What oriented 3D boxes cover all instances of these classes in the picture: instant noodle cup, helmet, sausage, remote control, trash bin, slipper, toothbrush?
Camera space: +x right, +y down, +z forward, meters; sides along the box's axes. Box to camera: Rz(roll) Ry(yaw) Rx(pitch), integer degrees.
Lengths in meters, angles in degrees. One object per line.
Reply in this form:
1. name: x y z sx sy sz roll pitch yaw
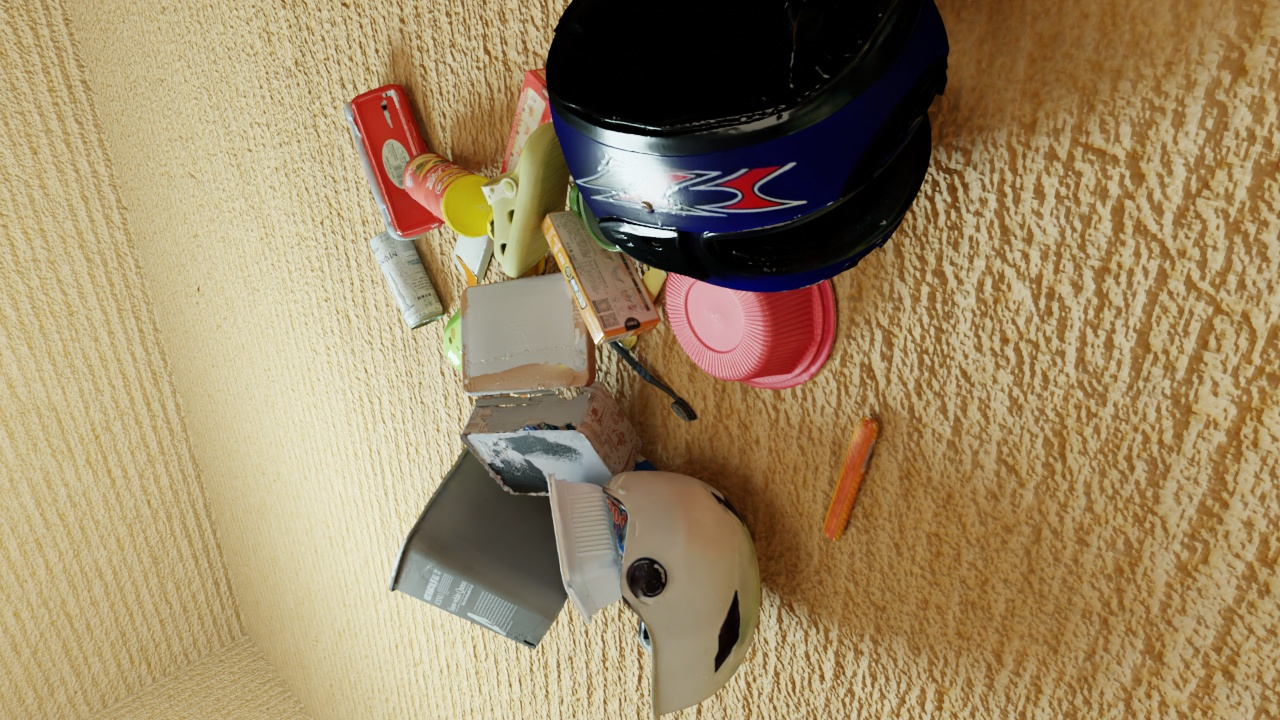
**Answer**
1. instant noodle cup: 0.090 -0.051 0.875 0.194 0.065 0.194 28 131 38
2. helmet: 0.089 -0.165 0.664 0.316 0.247 0.240 29 170 45
3. sausage: 0.198 0.115 0.872 0.021 0.021 0.165 36 134 33
4. instant noodle cup: -0.057 0.212 1.050 0.174 0.060 0.137 82 176 -59
5. helmet: 0.056 0.238 0.982 0.229 0.146 0.258 79 178 -56
6. remote control: -0.217 -0.162 1.219 0.056 0.019 0.135 51 141 18
7. trash bin: -0.194 0.260 1.245 0.220 0.198 0.200 30 140 0
8. slipper: -0.128 -0.184 1.013 0.081 0.091 0.191 32 131 15
9. toothbrush: -0.006 0.006 1.051 0.189 0.016 0.014 43 139 18

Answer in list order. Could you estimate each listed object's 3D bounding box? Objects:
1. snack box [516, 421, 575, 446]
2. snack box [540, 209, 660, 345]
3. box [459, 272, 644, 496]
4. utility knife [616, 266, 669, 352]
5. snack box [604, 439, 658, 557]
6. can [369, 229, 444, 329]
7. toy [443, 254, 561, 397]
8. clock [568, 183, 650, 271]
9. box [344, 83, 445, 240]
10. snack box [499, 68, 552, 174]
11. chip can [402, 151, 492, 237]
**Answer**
1. snack box: -0.165 0.125 1.287 0.058 0.057 0.208 57 142 6
2. snack box: -0.043 -0.095 0.984 0.026 0.075 0.153 -47 64 52
3. box: -0.117 0.038 1.063 0.179 0.130 0.272 -4 110 28
4. utility knife: 0.006 -0.069 1.003 0.031 0.020 0.196 47 146 14
5. snack box: -0.027 0.174 1.172 0.084 0.026 0.157 40 136 30
6. can: -0.347 -0.123 1.366 0.058 0.058 0.146 -24 91 53
7. toy: -0.180 -0.038 1.187 0.247 0.089 0.227 -22 91 49
8. clock: -0.021 -0.175 0.938 0.161 0.056 0.116 46 134 31
9. box: -0.332 -0.272 1.275 0.101 0.095 0.201 -76 -33 -82
10. snack box: -0.115 -0.247 1.044 0.075 0.025 0.153 49 140 20
11. chip can: -0.234 -0.208 1.125 0.216 0.073 0.073 38 138 57
